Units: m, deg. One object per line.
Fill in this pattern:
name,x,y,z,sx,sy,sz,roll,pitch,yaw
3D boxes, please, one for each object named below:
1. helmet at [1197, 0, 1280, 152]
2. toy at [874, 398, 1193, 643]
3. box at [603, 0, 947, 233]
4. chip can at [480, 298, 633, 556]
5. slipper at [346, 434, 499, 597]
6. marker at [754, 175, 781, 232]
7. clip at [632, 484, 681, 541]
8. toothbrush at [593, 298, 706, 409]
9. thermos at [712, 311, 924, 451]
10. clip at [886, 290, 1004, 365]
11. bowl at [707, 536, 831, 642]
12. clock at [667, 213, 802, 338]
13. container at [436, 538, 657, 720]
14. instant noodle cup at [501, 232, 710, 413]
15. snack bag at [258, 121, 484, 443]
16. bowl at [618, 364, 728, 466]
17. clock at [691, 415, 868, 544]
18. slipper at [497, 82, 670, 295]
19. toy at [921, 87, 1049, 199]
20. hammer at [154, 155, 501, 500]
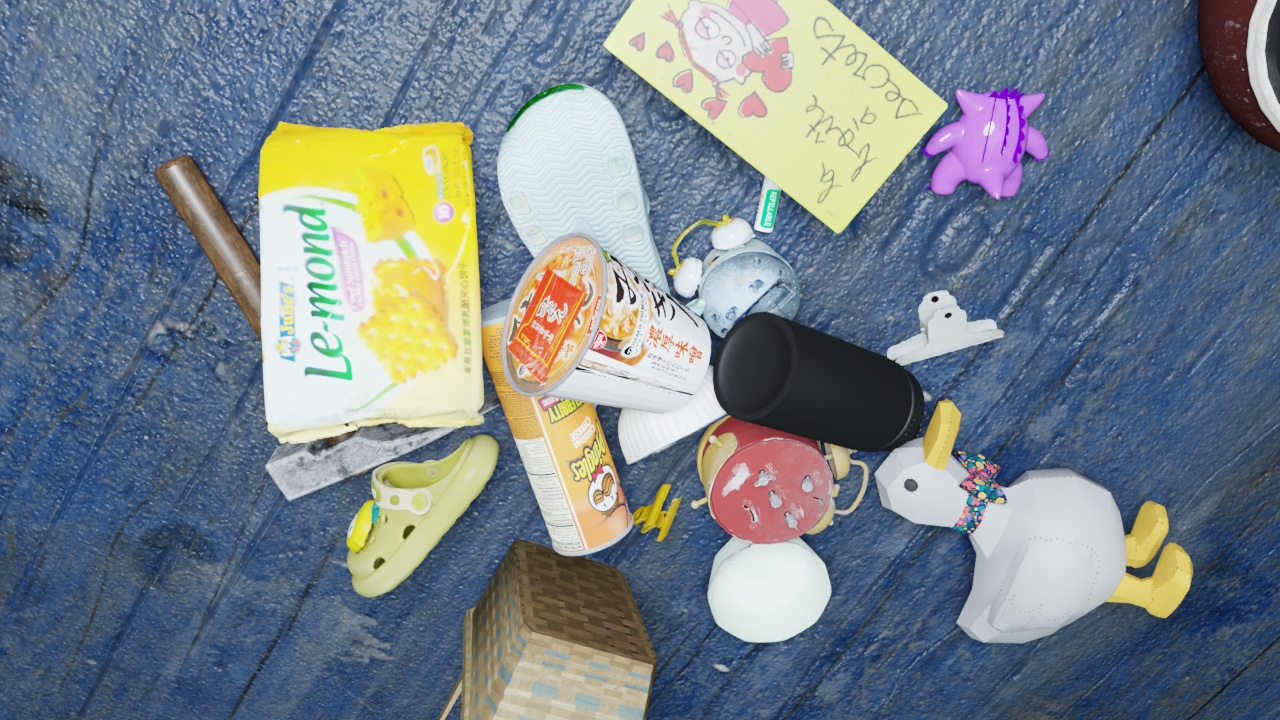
helmet,0.499,-0.247,0.597,0.234,0.252,0.233,-17,111,31
toy,0.346,0.163,0.848,0.268,0.140,0.247,10,116,10
box,0.097,-0.208,0.668,0.221,0.081,0.124,39,107,-9
chip can,-0.073,0.053,0.778,0.075,0.075,0.215,-17,106,4
slipper,-0.206,0.128,0.815,0.081,0.091,0.191,41,103,-17
marker,0.113,-0.175,0.735,0.017,0.017,0.146,6,114,-7
clip,0.015,0.148,0.866,0.044,0.053,0.050,22,137,4
toothbrush,-0.005,0.005,0.781,0.016,0.016,0.181,46,122,-1
thermos,0.160,0.026,0.764,0.198,0.086,0.086,16,115,-39
clip,0.266,-0.034,0.814,0.102,0.046,0.056,-16,119,2
bowl,0.120,0.208,0.887,0.117,0.061,0.117,-2,115,-3
clock,0.078,-0.068,0.760,0.117,0.057,0.083,41,106,-19
container,-0.087,0.291,0.810,0.157,0.250,0.186,19,96,-13
instant noodle cup,-0.020,-0.016,0.692,0.121,0.123,0.124,21,113,-37
snack bag,-0.200,-0.063,0.697,0.159,0.068,0.247,-2,87,-2
bowl,0.028,0.036,0.784,0.118,0.118,0.062,-29,85,9
clock,0.130,0.110,0.832,0.159,0.081,0.117,9,114,-8
slipper,-0.038,-0.105,0.730,0.104,0.074,0.246,-17,131,7
toy,0.277,-0.172,0.726,0.106,0.055,0.088,1,111,-6
hammer,-0.268,-0.042,0.760,0.218,0.037,0.301,-22,114,6
